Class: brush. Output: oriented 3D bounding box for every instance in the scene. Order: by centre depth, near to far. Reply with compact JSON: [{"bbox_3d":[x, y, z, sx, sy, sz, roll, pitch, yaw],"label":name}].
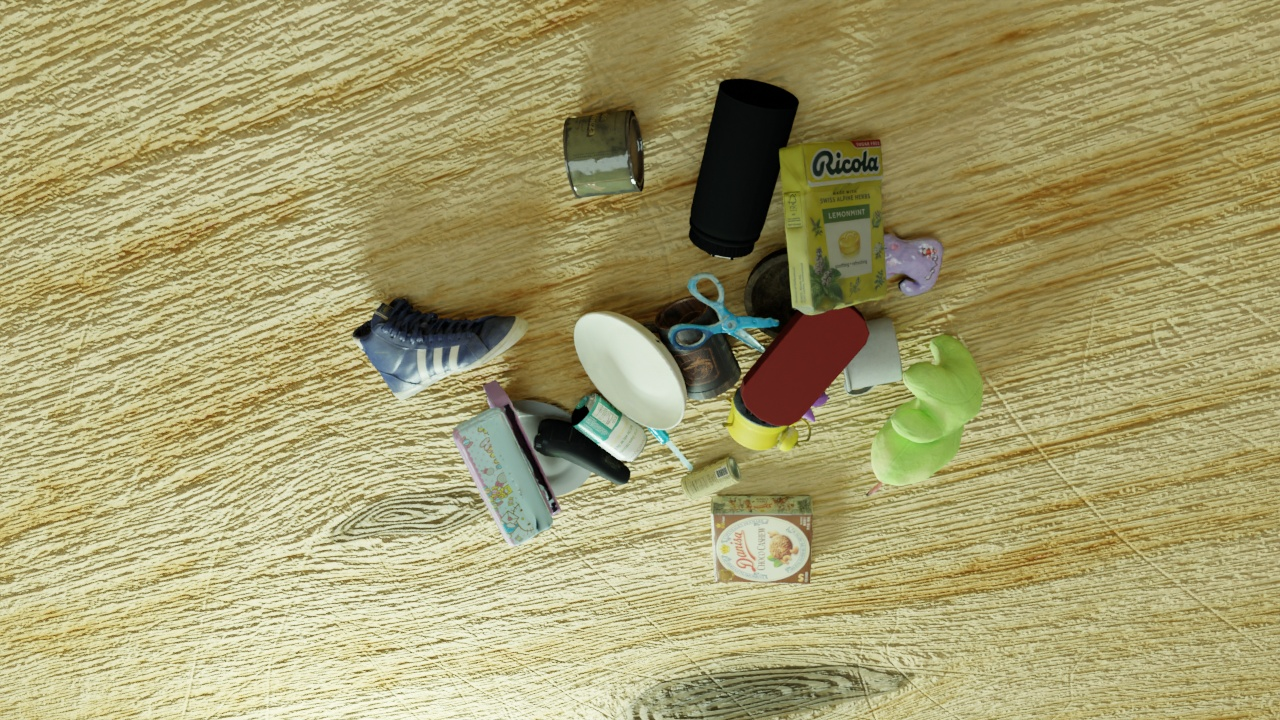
[{"bbox_3d":[0.191,-0.003,1.086,0.082,0.041,0.174,32,113,-12],"label":"brush"}]

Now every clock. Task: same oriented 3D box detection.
[{"bbox_3d":[0.168,0.077,1.202,0.119,0.083,0.057,15,130,0],"label":"clock"}]

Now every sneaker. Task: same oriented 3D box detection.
[{"bbox_3d":[-0.266,-0.043,1.179,0.234,0.091,0.118,-23,116,30],"label":"sneaker"}]

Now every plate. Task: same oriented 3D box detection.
[{"bbox_3d":[-0.007,0.007,1.166,0.182,0.034,0.183,33,147,25],"label":"plate"},{"bbox_3d":[-0.152,0.127,1.320,0.178,0.012,0.179,4,124,5],"label":"plate"}]

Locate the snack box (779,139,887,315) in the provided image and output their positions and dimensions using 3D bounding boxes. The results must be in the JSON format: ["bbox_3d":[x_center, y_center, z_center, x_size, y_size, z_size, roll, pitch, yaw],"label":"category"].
[{"bbox_3d":[0.212,-0.144,0.990,0.121,0.045,0.181,-11,100,-33],"label":"snack box"}]

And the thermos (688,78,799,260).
[{"bbox_3d":[0.107,-0.200,1.019,0.086,0.086,0.199,12,125,-1],"label":"thermos"}]

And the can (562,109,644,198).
[{"bbox_3d":[-0.038,-0.228,1.017,0.075,0.089,0.090,-5,123,11],"label":"can"}]

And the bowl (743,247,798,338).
[{"bbox_3d":[0.185,-0.088,1.102,0.121,0.056,0.121,4,124,5],"label":"bowl"}]

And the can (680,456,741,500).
[{"bbox_3d":[0.099,0.168,1.299,0.080,0.038,0.038,-26,117,23],"label":"can"}]

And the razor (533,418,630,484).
[{"bbox_3d":[-0.082,0.133,1.282,0.151,0.053,0.067,33,136,-22],"label":"razor"}]

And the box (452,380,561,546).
[{"bbox_3d":[-0.188,0.143,1.253,0.091,0.090,0.214,-28,122,-13],"label":"box"}]

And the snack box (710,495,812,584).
[{"bbox_3d":[0.179,0.265,1.352,0.147,0.041,0.143,0,124,7],"label":"snack box"}]

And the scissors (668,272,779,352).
[{"bbox_3d":[0.096,-0.037,1.095,0.140,0.013,0.118,35,104,-19],"label":"scissors"}]

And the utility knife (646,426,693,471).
[{"bbox_3d":[0.023,0.099,1.275,0.022,0.015,0.167,-27,115,24],"label":"utility knife"}]

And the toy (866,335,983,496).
[{"bbox_3d":[0.359,0.078,1.146,0.107,0.149,0.197,24,130,28],"label":"toy"}]

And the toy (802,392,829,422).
[{"bbox_3d":[0.192,0.037,1.169,0.106,0.087,0.056,23,130,-8],"label":"toy"}]

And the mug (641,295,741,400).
[{"bbox_3d":[0.056,-0.014,1.161,0.116,0.079,0.107,-11,121,27],"label":"mug"}]

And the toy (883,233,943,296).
[{"bbox_3d":[0.305,-0.113,1.082,0.100,0.036,0.080,2,123,4],"label":"toy"}]

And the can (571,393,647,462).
[{"bbox_3d":[-0.043,0.093,1.257,0.101,0.054,0.055,38,121,-17],"label":"can"}]

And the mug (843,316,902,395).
[{"bbox_3d":[0.283,0.001,1.139,0.070,0.084,0.113,-11,136,12],"label":"mug"}]
